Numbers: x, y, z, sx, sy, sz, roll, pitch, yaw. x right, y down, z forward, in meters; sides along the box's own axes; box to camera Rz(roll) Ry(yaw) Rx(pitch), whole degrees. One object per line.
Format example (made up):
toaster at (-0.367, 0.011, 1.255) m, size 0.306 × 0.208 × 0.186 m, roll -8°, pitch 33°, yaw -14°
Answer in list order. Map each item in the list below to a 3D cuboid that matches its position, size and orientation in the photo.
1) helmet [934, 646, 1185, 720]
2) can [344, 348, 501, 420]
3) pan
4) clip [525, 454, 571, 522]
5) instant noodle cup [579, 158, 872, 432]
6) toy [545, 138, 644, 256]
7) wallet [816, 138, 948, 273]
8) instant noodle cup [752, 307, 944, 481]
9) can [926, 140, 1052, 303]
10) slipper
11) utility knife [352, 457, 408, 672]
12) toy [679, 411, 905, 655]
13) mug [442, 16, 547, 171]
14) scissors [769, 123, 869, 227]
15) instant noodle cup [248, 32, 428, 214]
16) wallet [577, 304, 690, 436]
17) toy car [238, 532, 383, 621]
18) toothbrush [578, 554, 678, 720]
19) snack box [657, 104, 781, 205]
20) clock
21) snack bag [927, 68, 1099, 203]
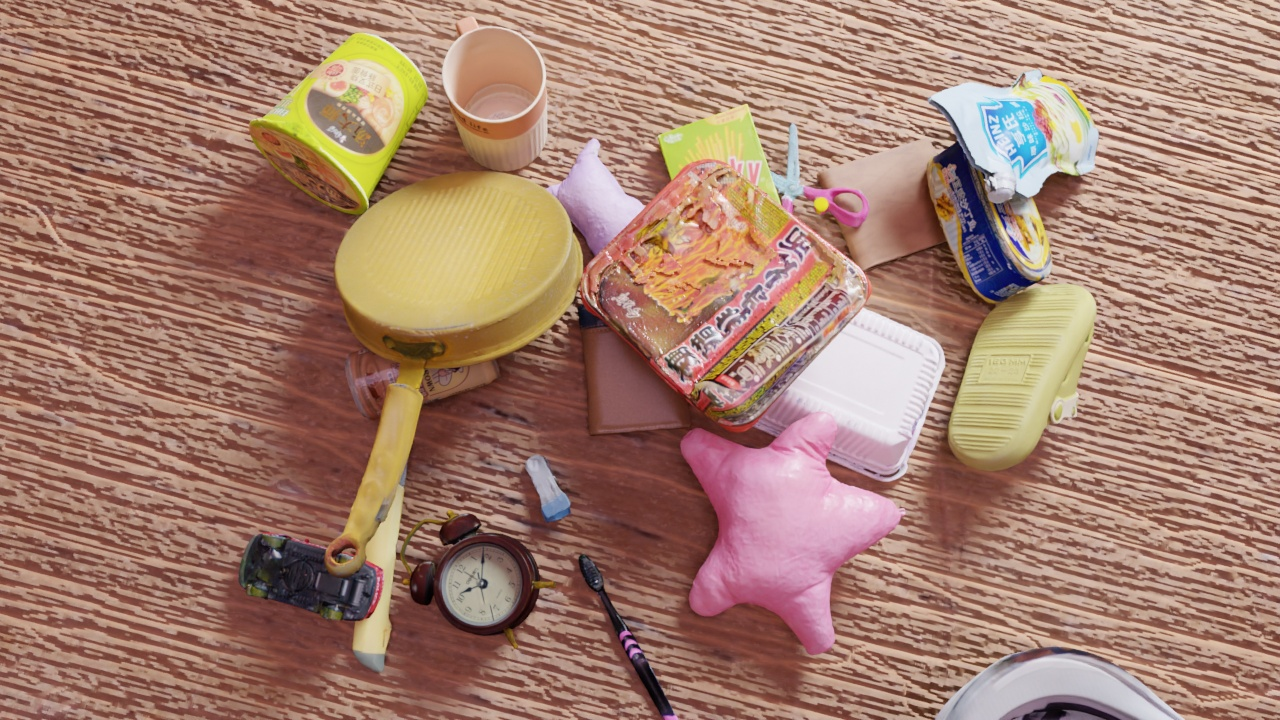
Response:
helmet at (0.306, 0.346, 0.676) m, size 0.229 × 0.146 × 0.258 m, roll -25°, pitch 73°, yaw -9°
can at (-0.178, 0.006, 0.757) m, size 0.116 × 0.058 × 0.058 m, roll -18°, pitch 80°, yaw -6°
pan at (-0.164, -0.008, 0.702) m, size 0.198 × 0.078 × 0.356 m, roll 7°, pitch 50°, yaw 13°
clip at (-0.078, 0.104, 0.764) m, size 0.027 × 0.045 × 0.058 m, roll -23°, pitch 71°, yaw -5°
instant noodle cup at (0.063, -0.050, 0.725) m, size 0.164 × 0.079 × 0.189 m, roll -45°, pitch 73°, yaw -6°
toy at (-0.036, -0.128, 0.802) m, size 0.084 × 0.039 × 0.108 m, roll -42°, pitch 87°, yaw 7°
wallet at (0.230, -0.141, 0.831) m, size 0.115 × 0.020 × 0.101 m, roll -18°, pitch 80°, yaw -10°
instant noodle cup at (0.170, 0.010, 0.777) m, size 0.173 × 0.060 × 0.138 m, roll 24°, pitch 78°, yaw 0°
can at (0.304, -0.127, 0.800) m, size 0.074 × 0.049 × 0.148 m, roll -4°, pitch 71°, yaw -33°
slipper at (0.327, 0.022, 0.781) m, size 0.081 × 0.092 × 0.190 m, roll 47°, pitch 65°, yaw -34°
utility knife at (-0.210, 0.155, 0.746) m, size 0.031 × 0.020 × 0.188 m, roll 7°, pitch 85°, yaw -6°
toy at (0.123, 0.140, 0.737) m, size 0.178 × 0.074 × 0.194 m, roll -5°, pitch 89°, yaw 7°
mug at (-0.127, -0.231, 0.782) m, size 0.081 × 0.106 × 0.114 m, roll -25°, pitch 81°, yaw -8°
scissors at (0.134, -0.144, 0.821) m, size 0.133 × 0.017 × 0.131 m, roll 32°, pitch 92°, yaw 15°
instant noodle cup at (-0.245, -0.206, 0.775) m, size 0.111 × 0.112 × 0.123 m, roll 29°, pitch 71°, yaw 2°
wallet at (-0.005, 0.005, 0.782) m, size 0.090 × 0.033 × 0.115 m, roll -5°, pitch 80°, yaw -2°
toy car at (-0.259, 0.172, 0.726) m, size 0.120 × 0.045 × 0.053 m, roll 13°, pitch 80°, yaw 14°
toothbrush at (-0.002, 0.241, 0.743) m, size 0.014 × 0.018 × 0.189 m, roll -28°, pitch 83°, yaw -11°
snack box at (0.077, -0.139, 0.808) m, size 0.086 × 0.026 × 0.156 m, roll -17°, pitch 80°, yaw 7°
clock at (-0.133, 0.171, 0.729) m, size 0.122 × 0.055 × 0.082 m, roll 32°, pitch 79°, yaw 5°
snack bag at (0.329, -0.197, 0.793) m, size 0.190 × 0.039 × 0.110 m, roll -22°, pitch 89°, yaw -38°
